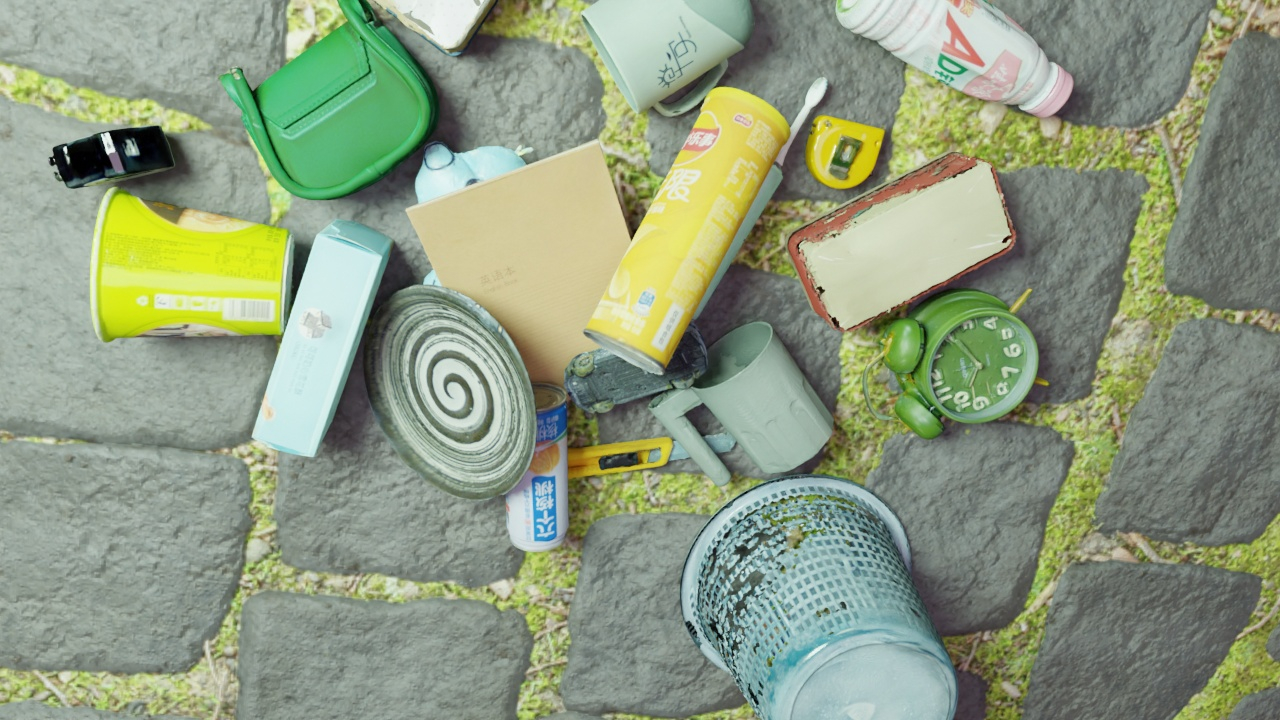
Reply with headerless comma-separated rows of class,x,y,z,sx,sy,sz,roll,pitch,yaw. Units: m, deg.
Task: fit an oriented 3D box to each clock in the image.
clock,0.269,0.005,0.799,0.161,0.056,0.116,-20,108,-1

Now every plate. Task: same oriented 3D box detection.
plate,-0.148,0.025,0.725,0.180,0.024,0.180,13,116,29

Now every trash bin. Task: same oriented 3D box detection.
trash bin,0.162,0.239,0.786,0.226,0.195,0.227,-2,108,-8

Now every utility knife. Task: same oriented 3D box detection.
utility knife,-0.016,0.083,0.806,0.215,0.015,0.033,-7,111,-5

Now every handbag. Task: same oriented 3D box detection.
handbag,-0.220,-0.186,0.665,0.131,0.068,0.120,-35,108,3

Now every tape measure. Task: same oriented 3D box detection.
tape measure,0.164,-0.168,0.744,0.060,0.029,0.057,10,106,-11
tape measure,-0.373,-0.147,0.658,0.066,0.065,0.033,-6,107,22

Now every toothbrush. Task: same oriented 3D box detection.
toothbrush,0.089,-0.129,0.748,0.026,0.027,0.225,34,102,13

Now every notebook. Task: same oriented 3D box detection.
notebook,-0.072,-0.053,0.724,0.149,0.012,0.212,-20,126,-2

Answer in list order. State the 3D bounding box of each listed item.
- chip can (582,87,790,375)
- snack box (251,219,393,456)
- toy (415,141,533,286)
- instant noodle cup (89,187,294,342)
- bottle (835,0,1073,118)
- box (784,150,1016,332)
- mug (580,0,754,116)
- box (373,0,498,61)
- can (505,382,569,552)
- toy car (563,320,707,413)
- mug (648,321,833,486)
chip can,0.036,-0.097,0.696,0.072,0.072,0.213,29,84,-15
snack box,-0.245,-0.019,0.712,0.051,0.074,0.175,20,104,-13
toy,-0.119,-0.094,0.719,0.161,0.049,0.156,36,100,-23
instant noodle cup,-0.323,-0.064,0.677,0.123,0.111,0.112,5,107,-18
bottle,0.249,-0.249,0.713,0.197,0.068,0.068,22,103,-18
box,0.213,-0.098,0.748,0.168,0.077,0.091,-27,110,1
mug,0.027,-0.237,0.683,0.106,0.082,0.112,-31,139,2
box,-0.122,-0.302,0.648,0.090,0.061,0.184,36,101,-16
can,-0.086,0.089,0.761,0.053,0.053,0.135,-2,113,-7
toy car,-0.004,0.004,0.752,0.121,0.036,0.054,-20,128,11
mug,0.086,0.043,0.776,0.124,0.083,0.103,-34,111,15
